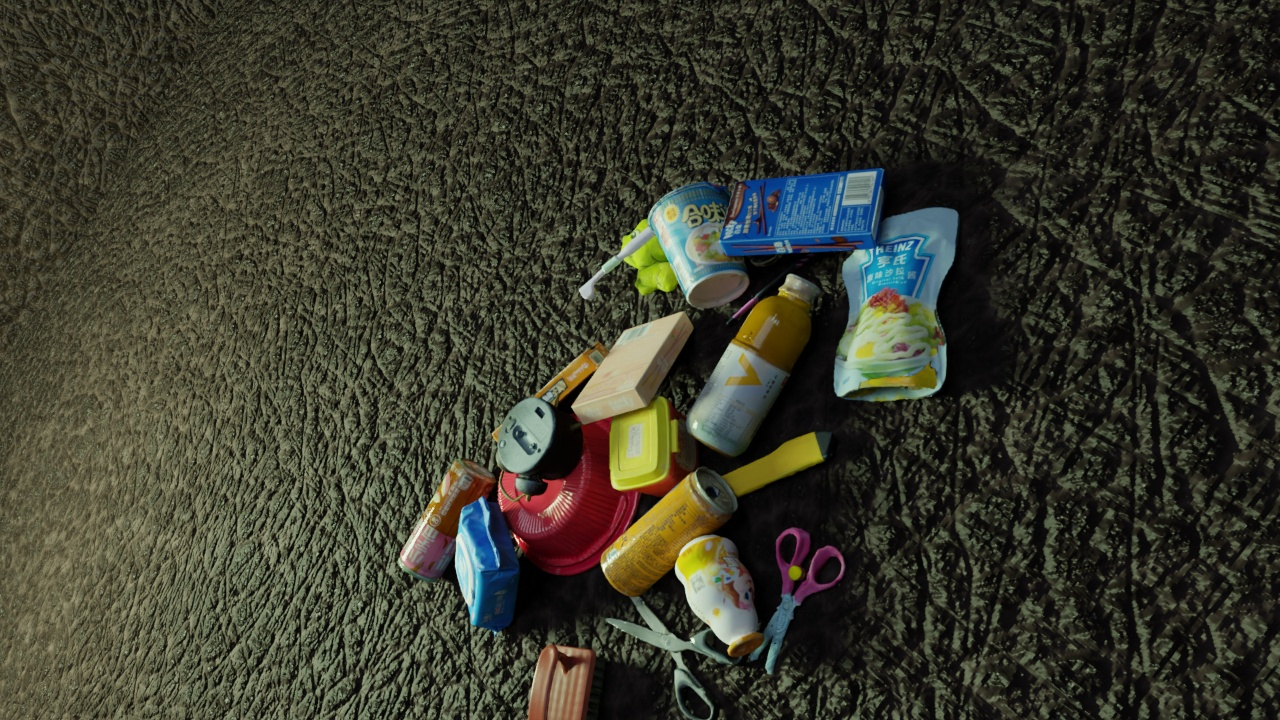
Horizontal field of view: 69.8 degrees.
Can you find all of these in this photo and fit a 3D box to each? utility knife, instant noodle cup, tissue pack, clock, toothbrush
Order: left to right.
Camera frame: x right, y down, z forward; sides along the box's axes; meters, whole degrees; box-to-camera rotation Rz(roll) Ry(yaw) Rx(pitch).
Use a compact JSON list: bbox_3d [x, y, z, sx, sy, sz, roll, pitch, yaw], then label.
[{"bbox_3d":[-0.171,0.230,1.011,0.157,0.052,0.095,103,149,-44],"label":"tissue pack"},{"bbox_3d":[-0.113,0.095,0.977,0.122,0.055,0.082,-55,48,7],"label":"clock"},{"bbox_3d":[-0.092,0.139,1.023,0.194,0.065,0.193,-17,61,34],"label":"instant noodle cup"},{"bbox_3d":[0.004,-0.137,1.057,0.189,0.021,0.029,-40,25,12],"label":"toothbrush"},{"bbox_3d":[0.069,-0.120,0.994,0.099,0.099,0.109,-29,62,26],"label":"instant noodle cup"},{"bbox_3d":[0.108,0.114,0.903,0.193,0.015,0.033,-28,55,28],"label":"utility knife"},{"bbox_3d":[0.162,-0.096,0.958,0.189,0.014,0.017,-42,62,18],"label":"toothbrush"}]

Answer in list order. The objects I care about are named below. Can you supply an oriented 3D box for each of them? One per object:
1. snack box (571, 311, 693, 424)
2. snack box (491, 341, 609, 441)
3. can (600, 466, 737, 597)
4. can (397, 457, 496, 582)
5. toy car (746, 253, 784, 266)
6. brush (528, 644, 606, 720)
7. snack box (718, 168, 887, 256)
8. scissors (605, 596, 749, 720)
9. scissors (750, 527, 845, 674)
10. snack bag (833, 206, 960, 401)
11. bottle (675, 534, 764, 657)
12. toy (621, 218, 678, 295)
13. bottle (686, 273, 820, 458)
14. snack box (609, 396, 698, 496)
[{"bbox_3d":[-0.006,0.006,0.980,0.085,0.026,0.156,-17,25,33],"label":"snack box"},{"bbox_3d":[-0.103,0.040,1.071,0.154,0.075,0.026,-41,90,17],"label":"snack box"},{"bbox_3d":[0.027,0.170,0.904,0.146,0.058,0.058,-45,49,23],"label":"can"},{"bbox_3d":[-0.235,0.194,1.118,0.058,0.058,0.147,31,92,43],"label":"can"},{"bbox_3d":[0.133,-0.140,0.985,0.042,0.035,0.090,-24,55,30],"label":"toy car"},{"bbox_3d":[-0.082,0.359,0.910,0.063,0.069,0.145,-7,66,38],"label":"brush"},{"bbox_3d":[0.163,-0.148,0.924,0.157,0.026,0.084,1,57,28],"label":"snack box"},{"bbox_3d":[0.034,0.278,0.894,0.171,0.014,0.159,-29,52,28],"label":"scissors"},{"bbox_3d":[0.143,0.224,0.829,0.077,0.017,0.137,13,83,33],"label":"scissors"},{"bbox_3d":[0.239,-0.056,0.861,0.111,0.039,0.190,-10,61,42],"label":"snack bag"},{"bbox_3d":[0.076,0.218,0.849,0.063,0.063,0.108,-40,50,18],"label":"bottle"},{"bbox_3d":[0.017,-0.124,1.075,0.097,0.031,0.100,-5,70,32],"label":"toy"},{"bbox_3d":[0.116,0.004,0.911,0.068,0.068,0.189,31,92,43],"label":"bottle"},{"bbox_3d":[0.018,0.093,0.942,0.082,0.080,0.091,-18,60,33],"label":"snack box"}]
